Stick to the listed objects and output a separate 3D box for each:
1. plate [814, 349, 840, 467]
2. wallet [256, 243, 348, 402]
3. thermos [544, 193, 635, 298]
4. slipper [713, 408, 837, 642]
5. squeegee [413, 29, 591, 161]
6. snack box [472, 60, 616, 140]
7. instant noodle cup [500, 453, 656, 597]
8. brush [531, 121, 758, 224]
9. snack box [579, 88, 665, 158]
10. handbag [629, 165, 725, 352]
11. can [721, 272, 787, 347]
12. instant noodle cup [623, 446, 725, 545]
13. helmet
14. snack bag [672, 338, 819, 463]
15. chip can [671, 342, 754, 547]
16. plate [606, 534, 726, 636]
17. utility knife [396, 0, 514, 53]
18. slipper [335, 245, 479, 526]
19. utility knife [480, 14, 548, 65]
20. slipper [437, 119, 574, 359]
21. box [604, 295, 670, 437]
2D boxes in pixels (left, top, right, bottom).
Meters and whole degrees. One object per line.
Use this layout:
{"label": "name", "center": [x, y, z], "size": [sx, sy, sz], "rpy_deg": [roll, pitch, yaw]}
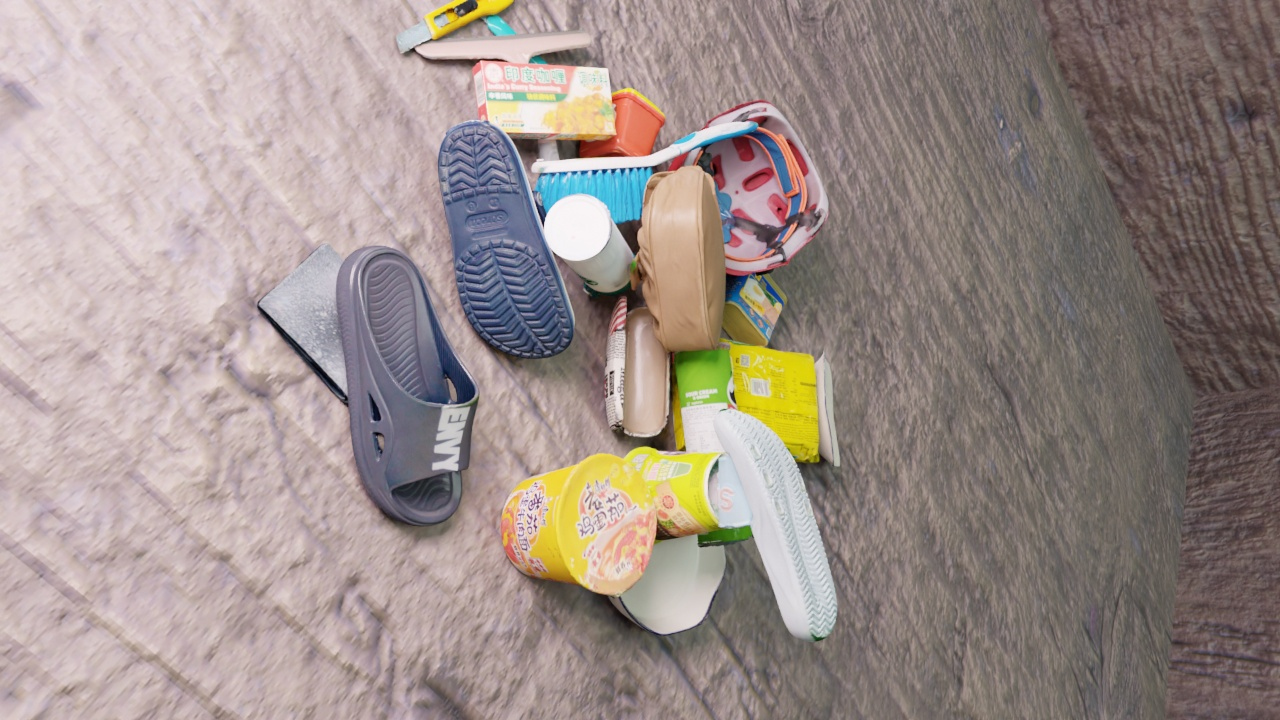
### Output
{"label": "plate", "center": [0.265, 0.074, 1.343], "size": [0.164, 0.034, 0.163], "rpy_deg": [36, 50, -72]}
{"label": "wallet", "center": [-0.278, -0.036, 0.841], "size": [0.121, 0.019, 0.097], "rpy_deg": [53, 46, -22]}
{"label": "thermos", "center": [-0.048, -0.114, 0.993], "size": [0.224, 0.073, 0.073], "rpy_deg": [42, 42, -80]}
{"label": "slipper", "center": [0.127, 0.165, 0.930], "size": [0.104, 0.074, 0.245], "rpy_deg": [8, 60, -54]}
{"label": "squeegee", "center": [-0.112, -0.253, 1.044], "size": [0.246, 0.040, 0.249], "rpy_deg": [-23, 101, -41]}
{"label": "snack box", "center": [-0.103, -0.283, 1.009], "size": [0.155, 0.027, 0.077], "rpy_deg": [-8, 90, -31]}
{"label": "instant noodle cup", "center": [-0.069, 0.170, 0.946], "size": [0.137, 0.110, 0.138], "rpy_deg": [14, 70, -44]}
{"label": "brush", "center": [0.013, -0.218, 1.065], "size": [0.313, 0.061, 0.109], "rpy_deg": [-10, 103, -30]}
{"label": "snack box", "center": [-0.028, -0.274, 1.111], "size": [0.082, 0.091, 0.080], "rpy_deg": [27, 69, -39]}
{"label": "handbag", "center": [0.044, -0.112, 1.029], "size": [0.147, 0.100, 0.205], "rpy_deg": [-75, 162, -52]}
{"label": "can", "center": [0.149, -0.077, 1.276], "size": [0.102, 0.057, 0.083], "rpy_deg": [46, 54, -29]}
{"label": "instant noodle cup", "center": [0.051, 0.144, 1.002], "size": [0.111, 0.124, 0.111], "rpy_deg": [13, 72, -44]}
{"label": "helmet", "center": [0.113, -0.206, 1.208], "size": [0.239, 0.144, 0.207], "rpy_deg": [-39, 102, -25]}
{"label": "snack bag", "center": [0.145, 0.050, 1.214], "size": [0.246, 0.068, 0.158], "rpy_deg": [9, 74, -36]}
{"label": "chip can", "center": [0.086, 0.099, 1.091], "size": [0.072, 0.072, 0.236], "rpy_deg": [2, 78, -46]}
{"label": "plate", "center": [0.021, 0.217, 1.079], "size": [0.204, 0.046, 0.204], "rpy_deg": [12, 73, -45]}
{"label": "utility knife", "center": [-0.197, -0.376, 0.998], "size": [0.033, 0.015, 0.201], "rpy_deg": [49, 49, -9]}
{"label": "slipper", "center": [-0.205, 0.026, 0.837], "size": [0.110, 0.083, 0.268], "rpy_deg": [-20, 103, -52]}
{"label": "utility knife", "center": [-0.134, -0.359, 1.072], "size": [0.182, 0.013, 0.029], "rpy_deg": [40, 52, -29]}
{"label": "slipper", "center": [-0.143, -0.123, 0.954], "size": [0.095, 0.105, 0.253], "rpy_deg": [-79, 153, -70]}
{"label": "box", "center": [-0.007, 0.006, 1.074], "size": [0.086, 0.076, 0.162], "rpy_deg": [45, 47, -70]}
